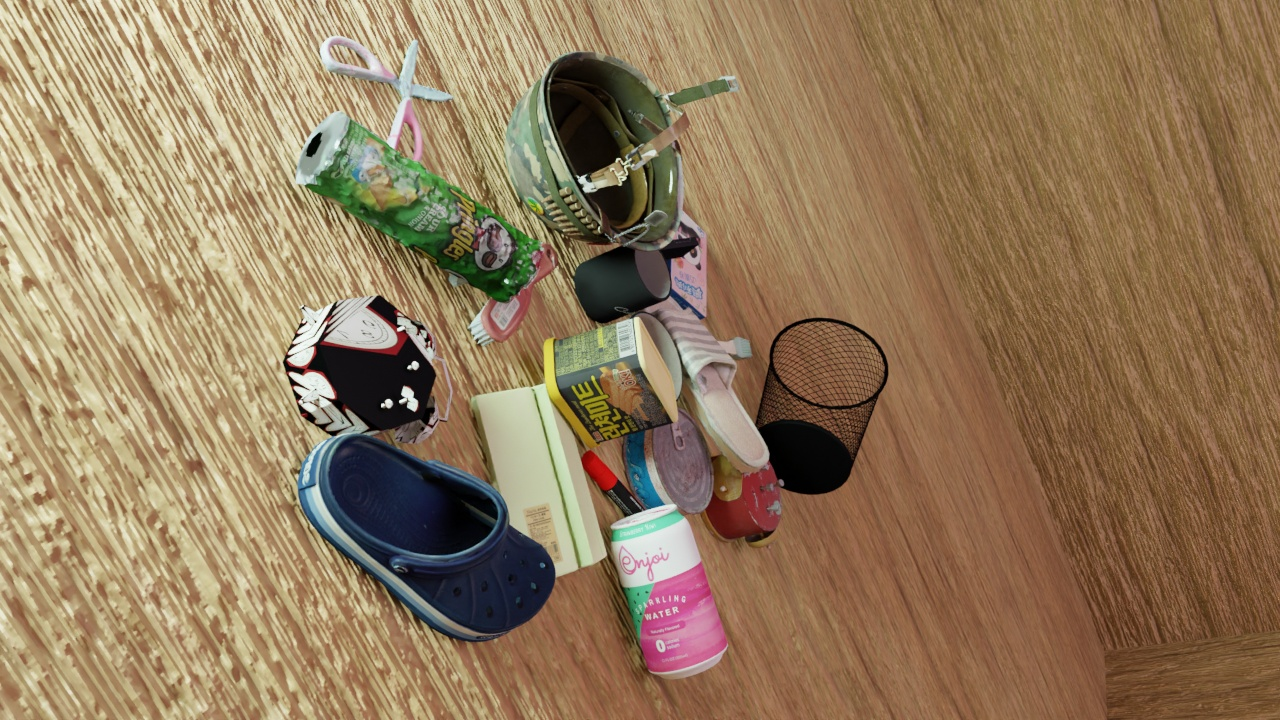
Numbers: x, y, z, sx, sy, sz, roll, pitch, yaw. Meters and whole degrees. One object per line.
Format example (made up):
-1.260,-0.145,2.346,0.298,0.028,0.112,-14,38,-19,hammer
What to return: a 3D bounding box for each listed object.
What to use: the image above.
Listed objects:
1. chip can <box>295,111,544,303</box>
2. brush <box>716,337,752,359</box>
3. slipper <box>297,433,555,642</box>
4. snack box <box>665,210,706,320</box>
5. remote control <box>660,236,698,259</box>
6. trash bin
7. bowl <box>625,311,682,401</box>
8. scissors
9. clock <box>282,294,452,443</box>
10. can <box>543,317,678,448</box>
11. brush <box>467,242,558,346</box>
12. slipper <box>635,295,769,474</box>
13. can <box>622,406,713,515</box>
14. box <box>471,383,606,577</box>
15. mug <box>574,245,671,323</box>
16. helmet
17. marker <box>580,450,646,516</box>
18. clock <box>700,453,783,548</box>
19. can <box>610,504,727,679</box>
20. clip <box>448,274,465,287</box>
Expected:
-0.192,-0.131,0.816,0.223,0.076,0.075,31,48,-38,chip can
0.106,-0.020,1.319,0.217,0.012,0.033,2,73,-56,brush
-0.154,0.143,0.731,0.253,0.095,0.104,42,38,-34,slipper
0.056,-0.137,1.279,0.088,0.033,0.153,37,45,-41,snack box
0.016,-0.140,1.179,0.149,0.035,0.013,-15,76,-45,remote control
0.257,0.073,1.356,0.184,0.185,0.209,55,40,-25,trash bin
-0.006,0.006,1.073,0.115,0.059,0.115,34,46,-45,bowl
-0.244,-0.269,0.890,0.168,0.014,0.170,39,44,-43,scissors
-0.205,0.009,0.748,0.154,0.065,0.114,20,57,-52,clock
-0.028,0.023,0.950,0.131,0.101,0.072,60,19,-51,can
-0.129,-0.071,0.948,0.041,0.030,0.171,55,34,-21,brush
0.083,0.018,1.158,0.272,0.054,0.114,59,26,11,slipper
0.035,0.122,1.089,0.130,0.044,0.129,34,46,-45,can
-0.090,0.116,0.897,0.140,0.048,0.187,-3,76,-56,box
-0.011,-0.091,1.091,0.113,0.088,0.078,11,64,-56,mug
-0.028,-0.220,0.983,0.224,0.237,0.192,47,51,-12,helmet
-0.017,0.153,1.013,0.145,0.021,0.023,52,13,-29,marker
0.146,0.180,1.199,0.159,0.081,0.116,47,38,-34,clock
0.028,0.243,0.968,0.088,0.088,0.166,-14,85,-59,can
-0.162,-0.113,0.921,0.101,0.041,0.054,-32,109,-49,clip
